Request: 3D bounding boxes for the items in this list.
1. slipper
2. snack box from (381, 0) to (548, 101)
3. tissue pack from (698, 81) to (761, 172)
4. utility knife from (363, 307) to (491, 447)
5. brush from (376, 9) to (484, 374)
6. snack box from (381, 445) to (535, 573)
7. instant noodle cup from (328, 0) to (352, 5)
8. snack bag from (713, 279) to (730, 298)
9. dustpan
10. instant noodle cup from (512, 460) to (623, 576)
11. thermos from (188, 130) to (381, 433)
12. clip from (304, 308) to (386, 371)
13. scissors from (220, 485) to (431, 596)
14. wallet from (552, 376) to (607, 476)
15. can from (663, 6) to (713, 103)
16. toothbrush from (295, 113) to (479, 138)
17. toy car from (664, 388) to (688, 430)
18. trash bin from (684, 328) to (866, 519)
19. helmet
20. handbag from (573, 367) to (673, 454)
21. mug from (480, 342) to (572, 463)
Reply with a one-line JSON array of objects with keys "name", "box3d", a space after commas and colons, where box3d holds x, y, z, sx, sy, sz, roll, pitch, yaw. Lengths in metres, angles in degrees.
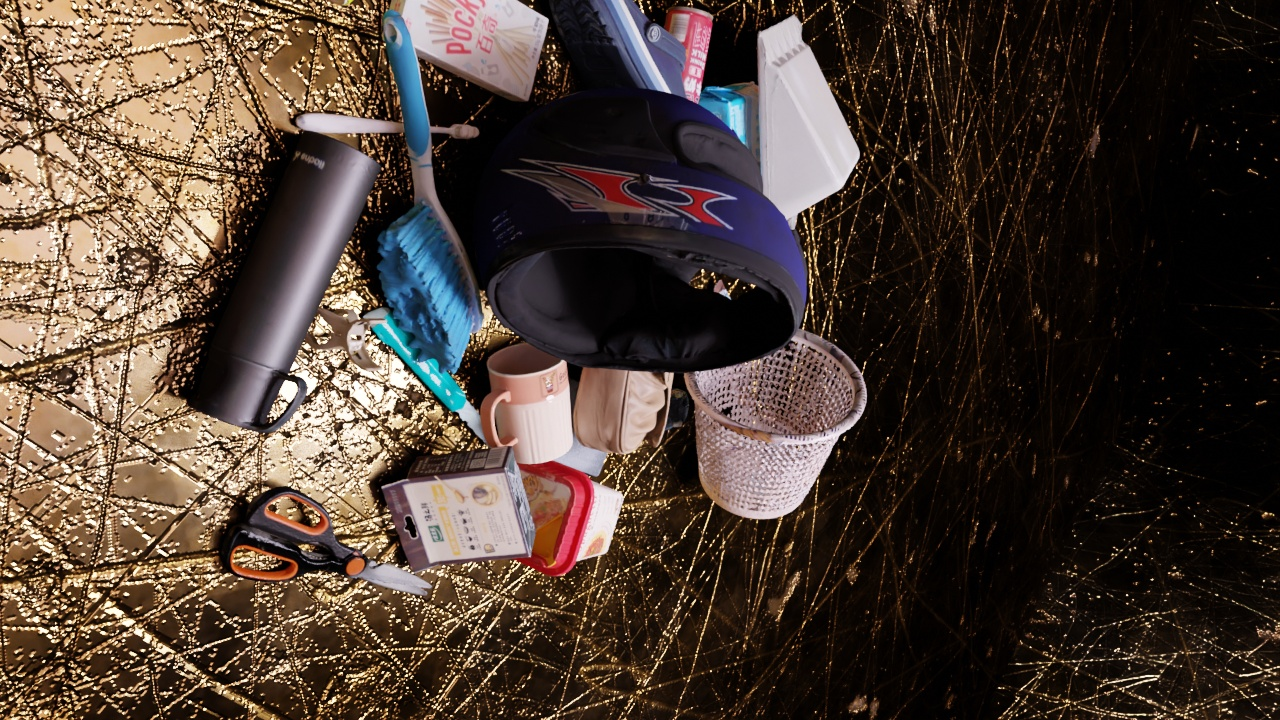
[{"name": "slipper", "box3d": [-0.005, -0.308, 0.960, 0.095, 0.105, 0.253, -51, 127, -19]}, {"name": "snack box", "box3d": [-0.158, -0.308, 0.852, 0.156, 0.027, 0.084, 13, 93, -49]}, {"name": "tissue pack", "box3d": [0.109, -0.268, 1.122, 0.089, 0.063, 0.140, -30, 125, -43]}, {"name": "utility knife", "box3d": [-0.203, 0.022, 0.921, 0.029, 0.013, 0.219, -54, 132, -23]}, {"name": "brush", "box3d": [-0.201, -0.140, 0.826, 0.109, 0.061, 0.315, -56, 144, -42]}, {"name": "snack box", "box3d": [-0.180, 0.151, 0.929, 0.053, 0.126, 0.113, -82, 164, -61]}, {"name": "instant noodle cup", "box3d": [-0.221, -0.350, 0.717, 0.123, 0.112, 0.112, -52, 135, -12]}, {"name": "snack bag", "box3d": [0.116, -0.059, 1.227, 0.045, 0.026, 0.105, -53, 133, -16]}, {"name": "dustpan", "box3d": [0.179, -0.277, 1.173, 0.258, 0.143, 0.222, 58, 30, -12]}, {"name": "instant noodle cup", "box3d": [-0.088, 0.172, 1.029, 0.124, 0.117, 0.116, 17, 90, -60]}, {"name": "thermos", "box3d": [-0.282, -0.061, 0.755, 0.068, 0.090, 0.242, 41, 69, -78]}, {"name": "clip", "box3d": [-0.252, -0.023, 0.788, 0.034, 0.101, 0.074, -1, 104, -45]}, {"name": "scissors", "box3d": [-0.295, 0.200, 0.875, 0.139, 0.022, 0.235, -40, 131, -18]}, {"name": "wallet", "box3d": [-0.071, 0.080, 1.081, 0.120, 0.019, 0.097, 29, 83, -49]}, {"name": "can", "box3d": [0.045, -0.326, 1.042, 0.053, 0.053, 0.133, 1, 102, -47]}, {"name": "toothbrush", "box3d": [-0.222, -0.209, 0.823, 0.179, 0.016, 0.016, -10, 108, -45]}, {"name": "toy car", "box3d": [0.021, 0.066, 1.162, 0.105, 0.031, 0.049, -15, 115, -44]}, {"name": "trash bin", "box3d": [0.161, 0.091, 1.196, 0.226, 0.227, 0.192, -32, 142, -36]}, {"name": "helmet", "box3d": [0.003, -0.136, 0.875, 0.248, 0.316, 0.239, 80, 17, -57]}, {"name": "handbag", "box3d": [-0.006, 0.006, 1.036, 0.147, 0.100, 0.204, 30, 69, -71]}, {"name": "mug", "box3d": [-0.123, 0.051, 0.960, 0.114, 0.082, 0.106, -38, 130, -51]}]
